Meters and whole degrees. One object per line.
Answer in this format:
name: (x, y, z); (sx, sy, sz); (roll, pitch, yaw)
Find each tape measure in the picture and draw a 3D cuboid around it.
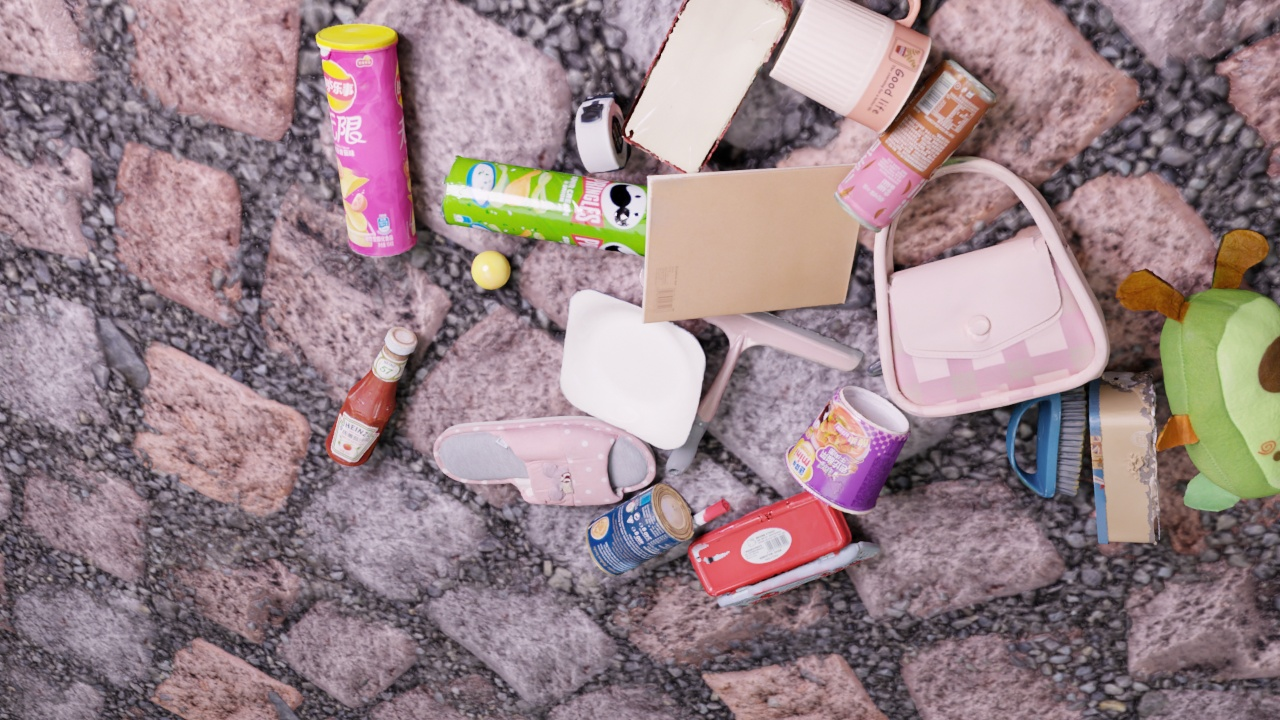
tape measure: (-0.035, -0.206, 0.842); (0.034, 0.065, 0.066); (-5, 122, 17)

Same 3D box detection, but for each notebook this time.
notebook: (0.105, -0.107, 0.856); (0.211, 0.012, 0.150); (-6, 126, -13)

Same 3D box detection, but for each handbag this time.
handbag: (0.306, -0.072, 0.844); (0.194, 0.093, 0.234); (-15, 101, 27)

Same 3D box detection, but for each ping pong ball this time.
ping pong ball: (-0.156, -0.094, 0.958); (0.040, 0.040, 0.040); (6, 124, 9)

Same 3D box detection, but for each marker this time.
marker: (0.050, 0.208, 1.126); (0.146, 0.017, 0.017); (-35, 110, 29)

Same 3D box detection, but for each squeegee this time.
squeegee: (0.075, 0.047, 1.002); (0.247, 0.040, 0.250); (22, 126, -2)

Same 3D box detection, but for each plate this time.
plate: (-0.006, 0.006, 0.975); (0.164, 0.034, 0.165); (25, 129, 17)

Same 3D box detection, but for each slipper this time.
slipper: (-0.118, 0.121, 1.083); (0.275, 0.054, 0.114); (2, 123, 12)

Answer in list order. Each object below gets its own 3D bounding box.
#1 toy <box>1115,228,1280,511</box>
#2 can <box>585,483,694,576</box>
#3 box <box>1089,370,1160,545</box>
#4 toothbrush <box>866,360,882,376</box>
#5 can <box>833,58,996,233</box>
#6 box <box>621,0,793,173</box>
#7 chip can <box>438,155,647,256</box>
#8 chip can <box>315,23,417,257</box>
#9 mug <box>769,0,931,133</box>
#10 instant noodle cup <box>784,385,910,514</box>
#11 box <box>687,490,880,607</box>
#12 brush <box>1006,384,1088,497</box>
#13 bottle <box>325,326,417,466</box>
toy: (0.522, 0.015, 0.812); (0.226, 0.090, 0.247); (-26, 100, -17)
can: (0.000, 0.202, 1.098); (0.111, 0.075, 0.075); (-33, 111, 28)
box: (0.482, 0.103, 0.914); (0.061, 0.089, 0.184); (-1, 122, 28)
toothbrush: (0.306, -0.025, 0.916); (0.181, 0.018, 0.015); (-30, 115, 29)
can: (0.235, -0.183, 0.791); (0.058, 0.057, 0.148); (34, 117, -10)
box: (0.056, -0.247, 0.788); (0.091, 0.076, 0.169); (28, 125, -5)
chip can: (-0.071, -0.146, 0.887); (0.236, 0.072, 0.072); (10, 124, 6)
chip can: (-0.260, -0.208, 0.887); (0.071, 0.071, 0.211); (8, 124, 8)
mug: (0.178, -0.262, 0.755); (0.106, 0.081, 0.114); (25, 98, -3)
instant noodle cup: (0.220, 0.088, 0.959); (0.111, 0.111, 0.099); (23, 116, -3)
box: (0.171, 0.229, 1.101); (0.202, 0.098, 0.119); (-30, 81, 29)
brush: (0.412, 0.080, 0.936); (0.073, 0.055, 0.144); (-4, 122, 14)
bottle: (-0.311, 0.043, 1.071); (0.060, 0.059, 0.207); (30, 124, -8)
